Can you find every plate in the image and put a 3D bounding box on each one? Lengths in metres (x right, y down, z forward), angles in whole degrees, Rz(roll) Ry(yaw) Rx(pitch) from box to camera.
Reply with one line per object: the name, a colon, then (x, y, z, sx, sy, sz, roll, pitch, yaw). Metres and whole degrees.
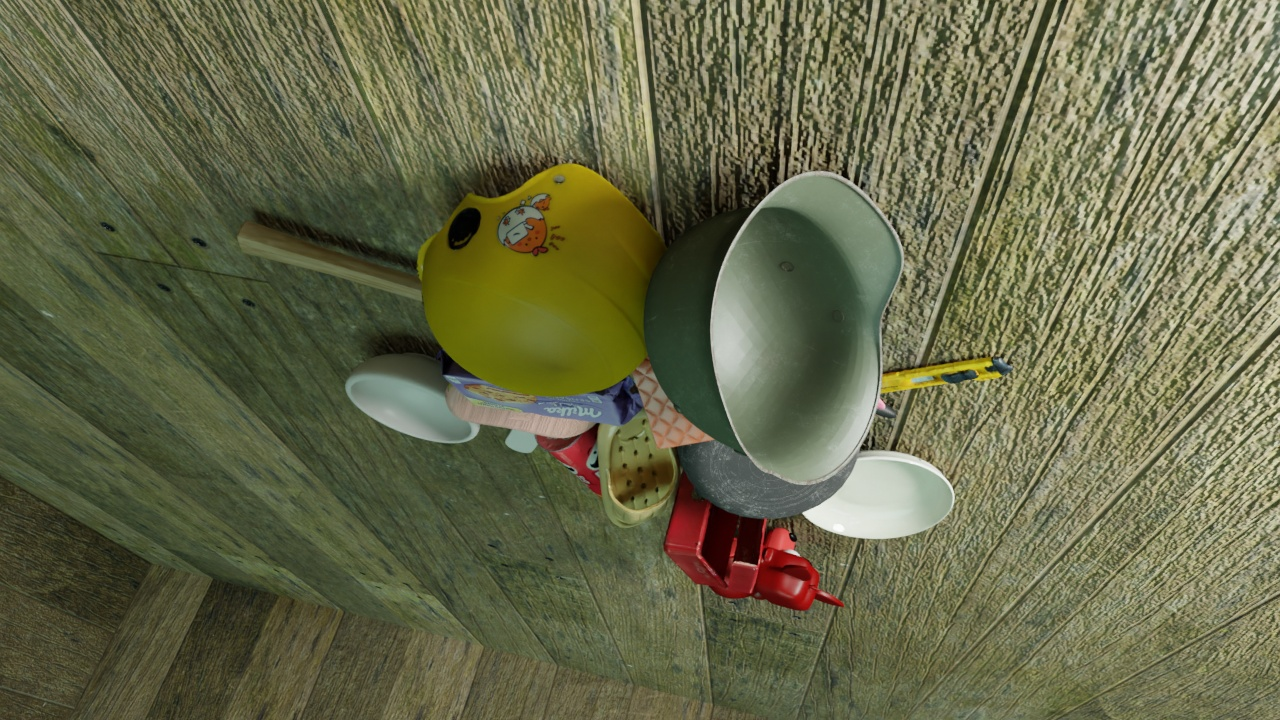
plate: (0.280, 0.156, 1.104, 0.182, 0.034, 0.183, 5, 141, 4)

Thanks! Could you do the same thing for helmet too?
helmet: (-0.089, -0.040, 0.810, 0.240, 0.139, 0.209, -19, 139, 19)
helmet: (0.096, -0.020, 0.757, 0.154, 0.226, 0.268, 11, 145, 50)

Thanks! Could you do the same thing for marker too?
marker: (0.211, 0.030, 0.963, 0.138, 0.016, 0.022, 26, 174, -15)

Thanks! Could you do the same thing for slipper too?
slipper: (-0.135, 0.031, 1.085, 0.197, 0.081, 0.093, 9, 128, -28)
slipper: (0.007, 0.149, 1.168, 0.111, 0.079, 0.262, -23, 140, -12)

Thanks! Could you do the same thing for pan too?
pan: (0.093, 0.053, 0.975, 0.208, 0.040, 0.357, -35, 117, 22)

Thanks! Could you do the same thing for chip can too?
chip can: (-0.053, 0.142, 1.243, 0.073, 0.073, 0.233, -1, 148, 29)

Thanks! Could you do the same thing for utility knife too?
utility knife: (0.285, 0.017, 0.901, 0.156, 0.017, 0.030, -10, 134, 44)

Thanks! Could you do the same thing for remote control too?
remote control: (-0.159, 0.101, 1.285, 0.043, 0.013, 0.137, 22, 151, -10)

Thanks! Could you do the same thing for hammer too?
hammer: (-0.263, -0.084, 0.968, 0.323, 0.051, 0.117, 17, 152, -1)

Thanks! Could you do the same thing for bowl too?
bowl: (-0.284, 0.038, 1.182, 0.176, 0.066, 0.177, 13, 152, 7)

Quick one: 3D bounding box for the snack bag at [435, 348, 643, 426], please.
snack bag: (-0.099, 0.018, 0.949, 0.205, 0.058, 0.096, 7, 158, 13)

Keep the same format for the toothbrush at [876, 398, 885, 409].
toothbrush: (0.195, 0.016, 0.934, 0.135, 0.016, 0.021, 28, 157, -13)

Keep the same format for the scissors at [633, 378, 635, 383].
scissors: (-0.003, 0.006, 1.037, 0.083, 0.015, 0.141, 19, 150, -2)

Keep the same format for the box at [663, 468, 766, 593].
box: (0.103, 0.204, 1.183, 0.123, 0.157, 0.137, 7, 149, 12)

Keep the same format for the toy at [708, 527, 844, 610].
toy: (0.189, 0.307, 1.361, 0.198, 0.120, 0.158, 6, 149, 38)

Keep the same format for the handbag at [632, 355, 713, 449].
handbag: (0.086, 0.013, 0.898, 0.172, 0.060, 0.109, -11, 122, 12)
